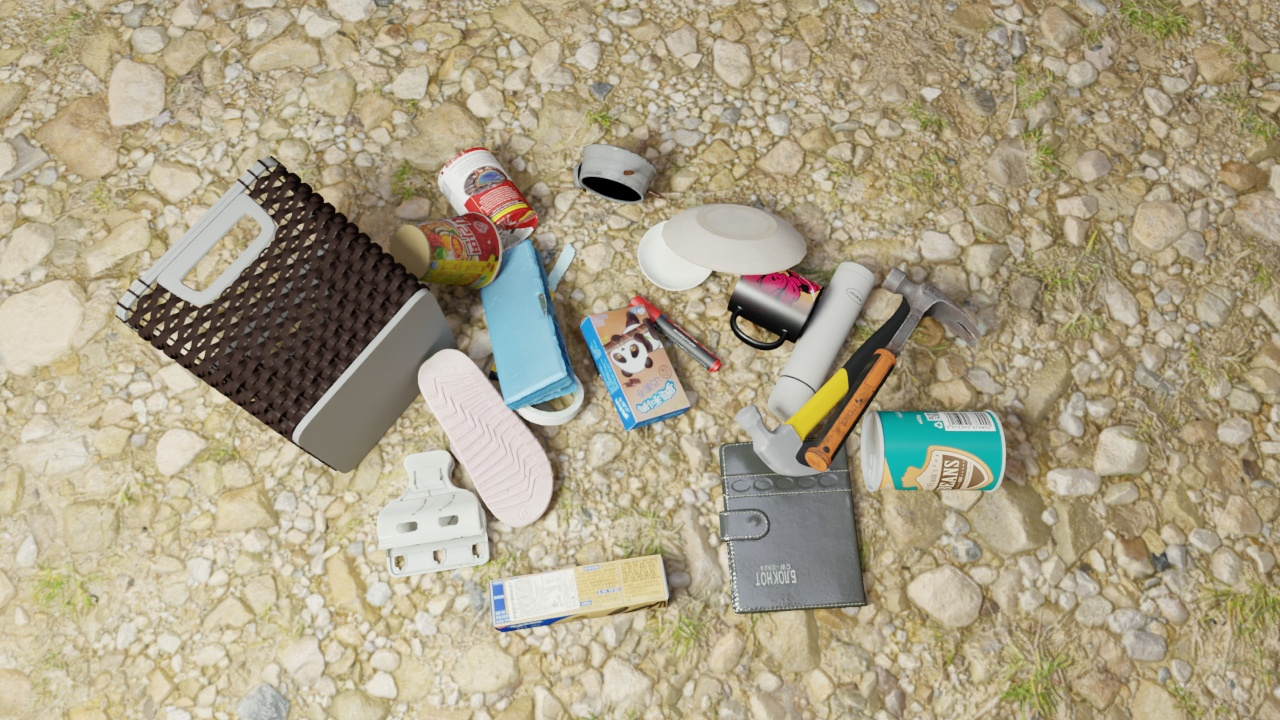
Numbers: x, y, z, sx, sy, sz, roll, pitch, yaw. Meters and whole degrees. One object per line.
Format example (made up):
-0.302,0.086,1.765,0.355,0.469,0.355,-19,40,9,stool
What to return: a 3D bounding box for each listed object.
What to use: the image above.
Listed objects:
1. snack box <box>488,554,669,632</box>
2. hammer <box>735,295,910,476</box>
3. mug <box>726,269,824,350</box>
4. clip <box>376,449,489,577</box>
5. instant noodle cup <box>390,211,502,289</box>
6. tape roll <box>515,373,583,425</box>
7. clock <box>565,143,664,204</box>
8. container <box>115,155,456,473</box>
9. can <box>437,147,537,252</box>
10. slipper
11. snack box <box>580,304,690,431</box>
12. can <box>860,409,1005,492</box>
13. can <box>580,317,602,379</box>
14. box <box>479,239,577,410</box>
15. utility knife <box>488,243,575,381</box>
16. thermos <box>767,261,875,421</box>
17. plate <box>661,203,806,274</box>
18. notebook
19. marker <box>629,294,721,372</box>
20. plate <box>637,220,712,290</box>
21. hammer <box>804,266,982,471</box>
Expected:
-0.072,0.275,1.081,0.207,0.057,0.056,-8,68,-2,snack box
0.257,0.022,1.144,0.322,0.029,0.127,-41,104,-25,hammer
0.165,-0.066,1.176,0.098,0.082,0.117,28,65,10,mug
-0.252,0.178,1.104,0.126,0.099,0.152,-7,81,-5,clip
-0.246,-0.137,1.150,0.100,0.112,0.100,5,99,32,instant noodle cup
-0.119,0.041,1.159,0.094,0.018,0.093,9,46,-9,tape roll
-0.044,-0.253,1.244,0.148,0.104,0.056,9,79,35,clock
-0.396,-0.038,1.094,0.243,0.246,0.247,36,75,8,container
-0.205,-0.215,1.231,0.086,0.087,0.116,-34,75,-10,can
-0.190,0.094,1.139,0.094,0.064,0.239,-33,88,-13,slipper
-0.007,0.007,1.160,0.087,0.034,0.151,-14,72,-34,snack box
0.350,0.109,1.108,0.144,0.099,0.099,0,71,1,can
-0.052,-0.017,1.192,0.031,0.031,0.080,-18,72,-5,can
-0.146,-0.044,1.170,0.093,0.054,0.231,-27,55,11,box
-0.141,-0.065,1.220,0.030,0.019,0.216,27,70,1,utility knife
0.232,-0.023,1.179,0.052,0.052,0.223,28,74,9,thermos
0.123,-0.167,1.187,0.188,0.027,0.188,4,34,-3,plate
0.181,0.198,1.120,0.169,0.029,0.208,-3,68,-3,notebook
0.047,-0.035,1.203,0.145,0.021,0.023,39,46,13,marker
0.049,-0.138,1.234,0.104,0.026,0.104,0,72,0,plate
0.293,0.020,1.093,0.138,0.035,0.313,34,58,13,hammer
